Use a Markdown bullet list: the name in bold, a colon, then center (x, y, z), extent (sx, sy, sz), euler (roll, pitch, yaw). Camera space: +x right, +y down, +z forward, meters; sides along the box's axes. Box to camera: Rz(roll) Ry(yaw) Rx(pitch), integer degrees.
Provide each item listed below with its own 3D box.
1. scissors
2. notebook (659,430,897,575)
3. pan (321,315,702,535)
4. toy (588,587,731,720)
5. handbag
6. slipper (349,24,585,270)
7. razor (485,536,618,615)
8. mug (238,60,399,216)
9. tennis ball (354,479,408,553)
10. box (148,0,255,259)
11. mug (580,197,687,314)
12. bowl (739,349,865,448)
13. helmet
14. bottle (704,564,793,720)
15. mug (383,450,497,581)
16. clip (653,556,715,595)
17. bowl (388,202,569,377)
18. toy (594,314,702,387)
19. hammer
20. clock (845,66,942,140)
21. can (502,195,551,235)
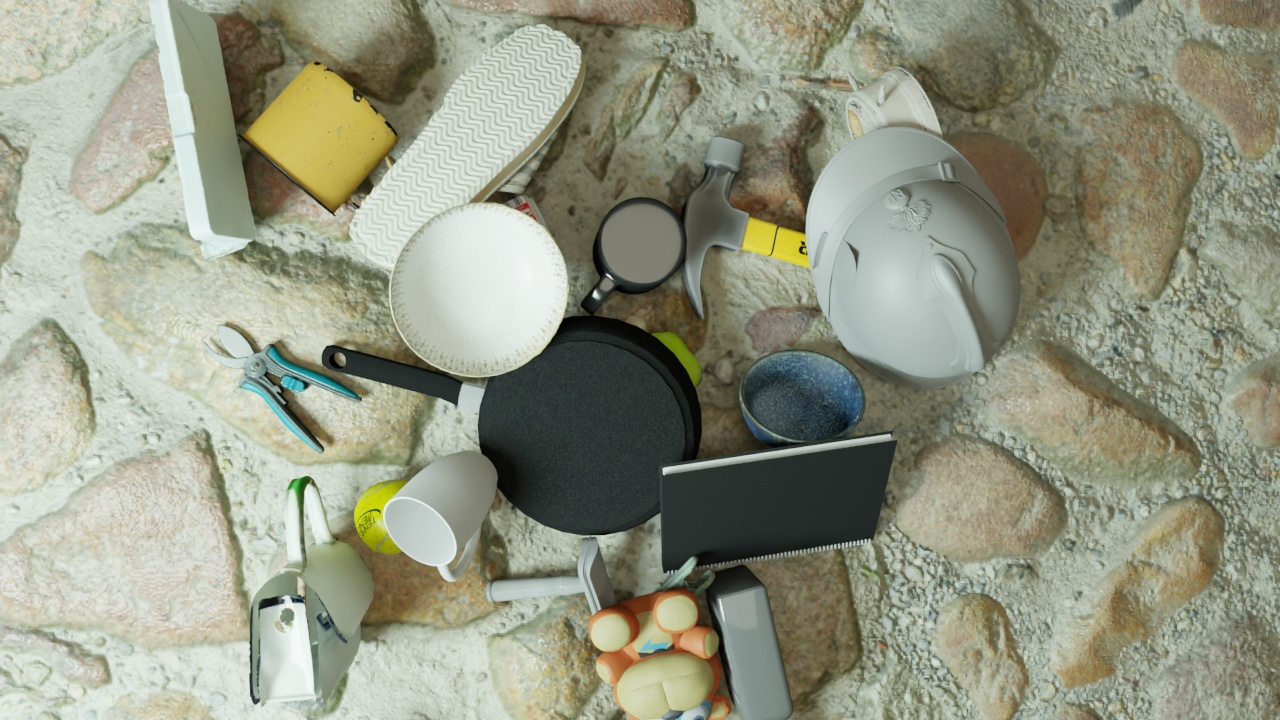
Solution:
- **scissors**: center (-0.324, 0.025, 0.837), extent (0.156, 0.019, 0.124), euler (-4, 89, -4)
- **notebook**: center (0.121, 0.133, 0.834), extent (0.206, 0.016, 0.149), euler (-8, 133, -6)
- **pan**: center (-0.120, 0.044, 0.826), extent (0.355, 0.044, 0.204), euler (15, 105, 0)
- **toy**: center (0.021, 0.280, 0.832), extent (0.112, 0.096, 0.176), euler (-18, 125, 3)
- **handbag**: center (-0.273, 0.185, 0.776), extent (0.074, 0.151, 0.176), euler (-2, 89, -6)
- **slipper**: center (-0.149, -0.187, 0.819), extent (0.114, 0.054, 0.272), euler (31, 75, 22)
- **razor**: center (-0.085, 0.208, 0.844), extent (0.116, 0.047, 0.088), euler (-7, 124, 11)
- **mug**: center (-0.269, -0.188, 0.806), extent (0.123, 0.100, 0.094), euler (43, 84, -26)
- **tennis ball**: center (-0.222, 0.140, 0.823), extent (0.065, 0.065, 0.065), euler (0, 90, -6)
- **box**: center (-0.381, -0.191, 0.781), extent (0.074, 0.126, 0.197), euler (-10, 90, -41)
- **mug**: center (-0.013, -0.088, 0.832), extent (0.078, 0.088, 0.113), euler (39, 86, -4)
- **bowl**: center (0.147, 0.050, 0.854), extent (0.114, 0.114, 0.061), euler (0, 135, 0)
- **helmet**: center (0.258, -0.066, 0.802), extent (0.183, 0.117, 0.271), euler (-29, 115, 7)
- **bottle**: center (0.104, 0.285, 0.847), extent (0.046, 0.084, 0.174), euler (-13, 92, -6)
- **mug**: center (-0.161, 0.135, 0.796), extent (0.071, 0.089, 0.107), euler (4, 121, 25)
- **clip**: center (0.036, 0.214, 0.855), extent (0.042, 0.023, 0.076), euler (40, 116, -5)
- **bowl**: center (-0.137, -0.064, 0.773), extent (0.145, 0.063, 0.145), euler (-4, 107, -13)
- **toy**: center (-0.005, 0.005, 0.856), extent (0.118, 0.043, 0.092), euler (34, 91, -1)
- **hammer**: center (0.192, -0.092, 0.883), extent (0.324, 0.034, 0.170), euler (14, 90, -7)
- **clock**: center (0.237, -0.194, 0.860), extent (0.061, 0.103, 0.157), euler (-25, 118, 1)
- **can**: center (-0.135, -0.102, 0.832), extent (0.104, 0.064, 0.064), euler (-26, 92, -5)
